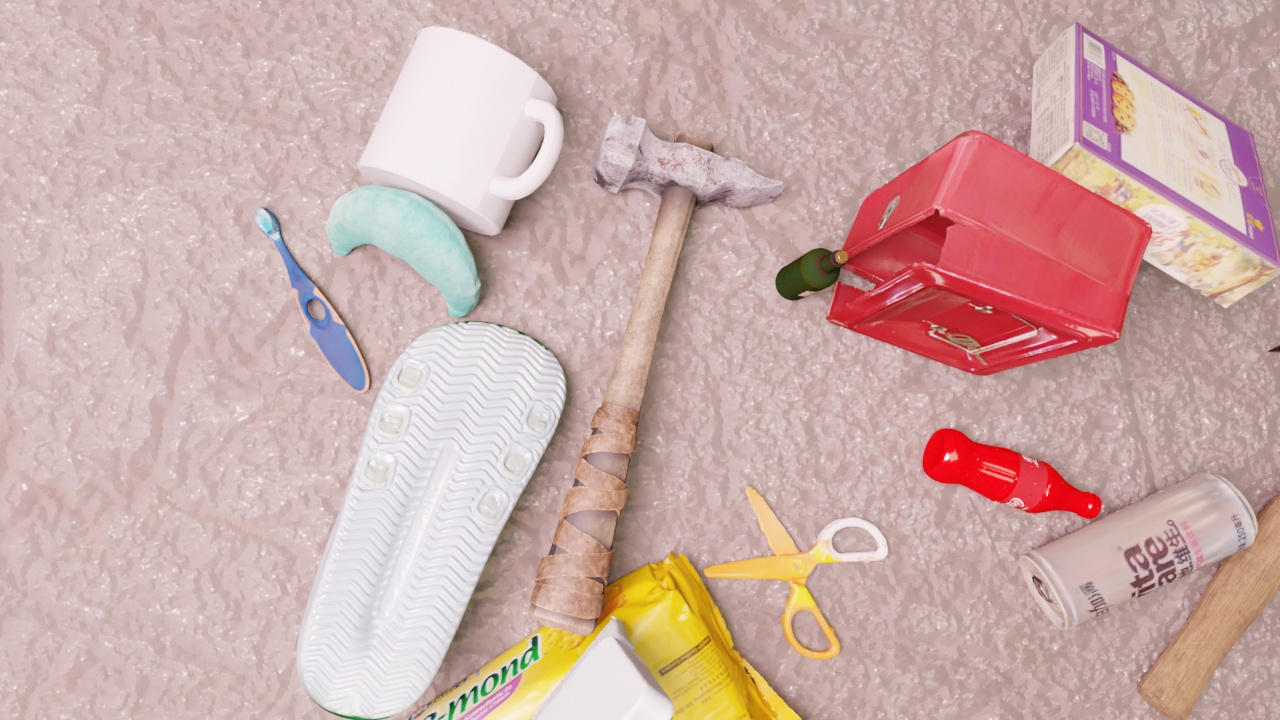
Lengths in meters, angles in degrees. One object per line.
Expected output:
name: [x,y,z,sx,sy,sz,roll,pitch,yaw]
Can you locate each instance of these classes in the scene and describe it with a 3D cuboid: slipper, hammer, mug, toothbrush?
slipper: [-0.127,0.085,0.545,0.104,0.074,0.244,25,67,-13]
hammer: [-0.003,0.003,0.556,0.121,0.049,0.318,18,75,-10]
mug: [-0.097,-0.132,0.547,0.121,0.091,0.090,19,83,32]
toothbrush: [-0.207,-0.039,0.576,0.021,0.017,0.135,-30,90,-5]
hammer: [0.439,0.112,0.631,0.132,0.040,0.305,40,84,-6]

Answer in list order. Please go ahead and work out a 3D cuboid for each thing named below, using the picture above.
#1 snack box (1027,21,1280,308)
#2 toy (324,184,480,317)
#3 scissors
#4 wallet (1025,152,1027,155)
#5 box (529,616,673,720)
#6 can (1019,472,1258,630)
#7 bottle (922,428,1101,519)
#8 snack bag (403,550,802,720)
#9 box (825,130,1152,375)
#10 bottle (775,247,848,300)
snack box: [0.312,-0.124,0.562,0.148,0.041,0.143,29,50,-6]
toy: [-0.142,-0.071,0.556,0.105,0.085,0.033,28,55,-2]
scissors: [0.108,0.133,0.603,0.128,0.011,0.125,-31,92,-9]
wallet: [0.313,-0.133,0.633,0.089,0.026,0.115,35,82,-4]
box: [-0.068,0.217,0.448,0.041,0.134,0.197,43,84,-13]
can: [0.323,0.123,0.597,0.135,0.054,0.054,-25,90,1]
bottle: [0.249,0.079,0.609,0.119,0.036,0.036,19,85,-5]
snack bag: [-0.029,0.240,0.554,0.247,0.068,0.159,-33,89,-7]
box: [0.200,-0.056,0.553,0.129,0.158,0.092,24,79,-6]
bottle: [0.108,-0.055,0.566,0.025,0.106,0.025,0,86,-7]
